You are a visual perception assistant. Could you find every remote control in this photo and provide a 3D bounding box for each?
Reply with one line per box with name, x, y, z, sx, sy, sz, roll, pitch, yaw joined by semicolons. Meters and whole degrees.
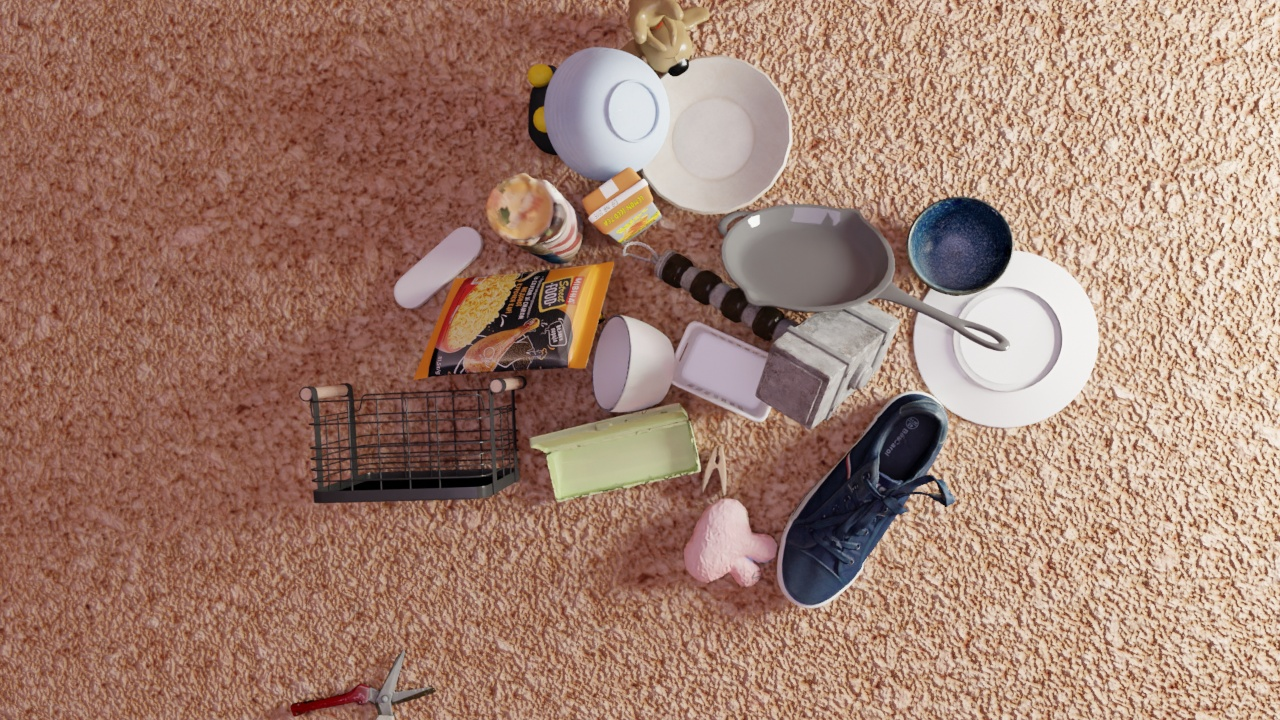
remote control;-0.255;-0.117;1.160;0.136;0.013;0.043;-40;86;6

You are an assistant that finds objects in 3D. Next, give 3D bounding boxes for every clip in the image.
clip;0.085;0.136;1.118;0.041;0.024;0.060;-5;81;5

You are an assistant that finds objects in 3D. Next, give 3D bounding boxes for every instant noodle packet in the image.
instant noodle packet;-0.147;-0.048;1.077;0.221;0.032;0.159;-4;50;21

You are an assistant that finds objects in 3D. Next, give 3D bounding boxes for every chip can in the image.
chip can;-0.109;-0.154;1.032;0.080;0.229;0.080;0;91;4

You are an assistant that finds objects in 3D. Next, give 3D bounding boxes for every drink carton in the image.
drink carton;-0.019;-0.178;1.072;0.076;0.124;0.048;-34;87;6

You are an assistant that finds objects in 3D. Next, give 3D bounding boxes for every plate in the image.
plate;0.428;-0.025;1.074;0.209;0.015;0.208;0;91;7
plate;0.086;-0.269;1.106;0.189;0.027;0.188;0;91;7

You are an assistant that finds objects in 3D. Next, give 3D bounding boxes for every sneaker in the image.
sneaker;0.259;0.168;1.047;0.121;0.127;0.295;34;97;6

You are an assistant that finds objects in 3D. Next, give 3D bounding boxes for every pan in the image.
pan;0.237;-0.086;1.016;0.355;0.024;0.215;30;53;29

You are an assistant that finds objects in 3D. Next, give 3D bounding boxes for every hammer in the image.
hammer;0.120;-0.060;1.063;0.326;0.176;0.080;32;131;24

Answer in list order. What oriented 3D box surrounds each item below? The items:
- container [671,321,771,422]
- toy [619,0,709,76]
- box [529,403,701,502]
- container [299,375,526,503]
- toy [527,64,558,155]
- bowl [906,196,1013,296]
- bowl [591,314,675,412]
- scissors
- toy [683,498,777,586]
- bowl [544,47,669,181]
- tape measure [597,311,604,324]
container;0.104;0.013;1.098;0.129;0.049;0.081;24;94;6
toy;0.020;-0.386;1.067;0.134;0.108;0.105;-29;74;7
box;-0.028;0.104;1.114;0.188;0.064;0.130;-15;131;9
container;-0.263;0.089;1.090;0.241;0.162;0.130;-3;91;7
toy;-0.076;-0.292;1.095;0.119;0.100;0.097;-4;70;-15
bowl;0.364;-0.124;1.054;0.114;0.060;0.114;-3;80;15
bowl;-0.006;0.006;1.086;0.065;0.116;0.116;7;92;-24
scissors;-0.354;0.469;1.185;0.199;0.015;0.179;-8;89;7
toy;0.109;0.225;1.104;0.105;0.053;0.108;30;94;-5
bowl;-0.025;-0.277;1.029;0.150;0.075;0.150;-6;102;-30
tape measure;-0.084;-0.049;1.115;0.067;0.062;0.038;-30;87;8
